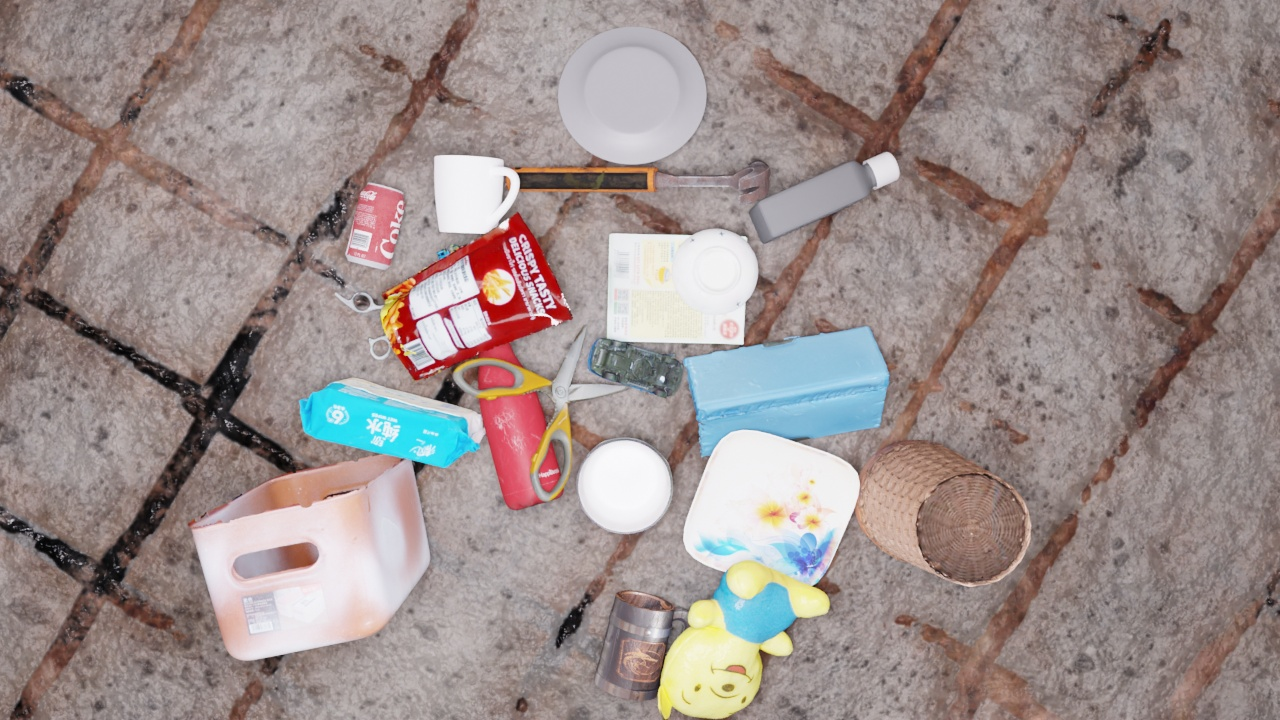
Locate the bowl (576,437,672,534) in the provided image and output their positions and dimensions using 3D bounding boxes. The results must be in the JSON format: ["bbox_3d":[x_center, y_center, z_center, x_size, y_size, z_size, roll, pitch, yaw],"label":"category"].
[{"bbox_3d":[-0.019,0.147,1.111,0.116,0.065,0.116,0,93,-1],"label":"bowl"}]

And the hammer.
[{"bbox_3d":[-0.007,-0.210,1.081,0.314,0.137,0.035,2,111,9],"label":"hammer"}]

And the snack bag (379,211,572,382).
[{"bbox_3d":[-0.198,-0.068,1.065,0.208,0.066,0.139,-25,83,14],"label":"snack bag"}]

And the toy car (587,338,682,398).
[{"bbox_3d":[-0.007,0.007,1.113,0.120,0.044,0.056,17,87,-18],"label":"toy car"}]

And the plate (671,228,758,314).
[{"bbox_3d":[0.090,-0.107,1.093,0.104,0.026,0.104,0,91,-1],"label":"plate"}]

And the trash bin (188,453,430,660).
[{"bbox_3d":[-0.350,0.208,1.024,0.181,0.259,0.157,-12,96,0],"label":"trash bin"}]

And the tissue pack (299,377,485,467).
[{"bbox_3d":[-0.284,0.073,1.086,0.209,0.117,0.066,13,96,0],"label":"tissue pack"}]

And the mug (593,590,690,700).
[{"bbox_3d":[0.009,0.347,1.121,0.115,0.080,0.107,12,91,-28],"label":"mug"}]

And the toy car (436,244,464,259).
[{"bbox_3d":[-0.193,-0.130,1.111,0.105,0.048,0.032,-10,95,-1],"label":"toy car"}]

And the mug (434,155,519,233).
[{"bbox_3d":[-0.190,-0.194,1.084,0.114,0.080,0.088,7,99,30],"label":"mug"}]

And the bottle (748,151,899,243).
[{"bbox_3d":[0.220,-0.197,1.088,0.174,0.083,0.046,-24,92,0],"label":"bottle"}]

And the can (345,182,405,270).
[{"bbox_3d":[-0.319,-0.162,1.107,0.054,0.054,0.096,15,92,0],"label":"can"}]

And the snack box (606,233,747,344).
[{"bbox_3d":[0.044,-0.087,1.121,0.168,0.027,0.132,1,93,0],"label":"snack box"}]

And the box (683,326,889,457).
[{"bbox_3d":[0.177,0.042,1.124,0.231,0.094,0.112,-10,136,-1],"label":"box"}]

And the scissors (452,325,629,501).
[{"bbox_3d":[-0.109,0.057,1.078,0.225,0.016,0.229,1,76,-29],"label":"scissors"}]

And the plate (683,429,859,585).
[{"bbox_3d":[0.158,0.181,1.118,0.187,0.016,0.187,18,105,-4],"label":"plate"}]

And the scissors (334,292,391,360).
[{"bbox_3d":[-0.293,-0.067,1.131,0.141,0.014,0.147,-44,91,5],"label":"scissors"}]

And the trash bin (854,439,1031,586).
[{"bbox_3d":[0.340,0.176,1.038,0.151,0.210,0.151,0,93,1],"label":"trash bin"}]

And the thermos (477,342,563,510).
[{"bbox_3d":[-0.156,0.057,1.105,0.073,0.073,0.240,-16,85,1],"label":"thermos"}]

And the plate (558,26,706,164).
[{"bbox_3d":[-0.010,-0.321,1.100,0.178,0.012,0.178,0,79,1],"label":"plate"}]

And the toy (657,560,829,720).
[{"bbox_3d":[0.110,0.336,1.097,0.149,0.084,0.214,26,99,-23],"label":"toy"}]
